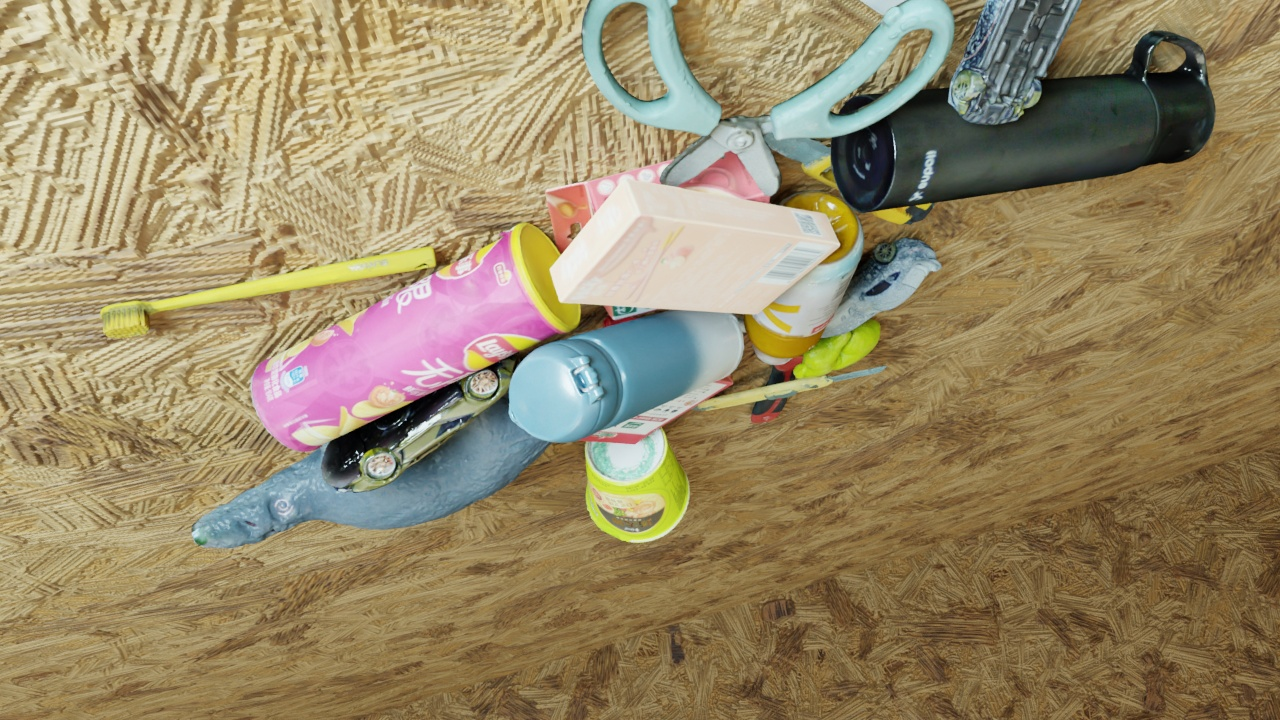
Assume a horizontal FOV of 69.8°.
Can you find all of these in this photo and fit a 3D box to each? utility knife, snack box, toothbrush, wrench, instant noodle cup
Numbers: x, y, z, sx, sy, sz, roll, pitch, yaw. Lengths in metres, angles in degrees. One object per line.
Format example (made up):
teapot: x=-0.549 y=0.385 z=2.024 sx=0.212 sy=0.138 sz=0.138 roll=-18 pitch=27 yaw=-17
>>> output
utility knife: x=0.139 y=-0.120 z=0.608 sx=0.215 sy=0.015 sz=0.033 roll=10 pitch=143 yaw=-46
snack box: x=0.011 y=-0.076 z=0.582 sx=0.127 sy=0.044 sz=0.113 roll=-15 pitch=157 yaw=-4
toothbrush: x=-0.215 y=-0.041 z=0.539 sx=0.190 sy=0.016 sz=0.016 roll=-13 pitch=157 yaw=-11
utility knife: x=0.141 y=0.026 z=0.902 sx=0.205 sy=0.021 sz=0.031 roll=-18 pitch=160 yaw=23
wrench: x=0.139 y=0.011 z=0.906 sx=0.056 sy=0.016 sz=0.274 roll=-12 pitch=157 yaw=-4
snack box: x=-0.004 y=0.025 z=0.802 sx=0.127 sy=0.044 sz=0.113 roll=-34 pitch=153 yaw=32
instant noodle cup: x=-0.009 y=0.111 z=0.929 sx=0.111 sy=0.111 sz=0.123 roll=-16 pitch=149 yaw=-2
snack box: x=0.034 y=-0.061 z=0.538 sx=0.157 sy=0.026 sz=0.085 roll=2 pitch=149 yaw=-37

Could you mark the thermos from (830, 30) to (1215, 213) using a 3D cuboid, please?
thermos: x=0.240 y=-0.150 z=0.564 sx=0.242 sy=0.068 sz=0.090 roll=-12 pitch=125 yaw=-17

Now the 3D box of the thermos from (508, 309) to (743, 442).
thermos: x=-0.004 y=0.004 z=0.622 sx=0.070 sy=0.070 sz=0.219 roll=-32 pitch=173 yaw=32

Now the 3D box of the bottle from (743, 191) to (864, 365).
bottle: x=0.114 y=-0.050 z=0.681 sx=0.068 sy=0.068 sz=0.190 roll=-14 pitch=157 yaw=-7

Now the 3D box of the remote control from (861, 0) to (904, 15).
remote control: x=0.094 y=-0.194 z=0.400 sx=0.135 sy=0.020 sz=0.056 roll=7 pitch=149 yaw=-44

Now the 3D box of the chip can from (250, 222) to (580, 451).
chip can: x=-0.145 y=-0.010 z=0.587 sx=0.211 sy=0.071 sz=0.071 roll=-24 pitch=156 yaw=17

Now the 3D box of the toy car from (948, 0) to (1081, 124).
toy car: x=0.198 y=-0.175 z=0.480 sx=0.049 sy=0.031 sz=0.106 roll=0 pitch=128 yaw=-22

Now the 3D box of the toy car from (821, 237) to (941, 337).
toy car: x=0.189 y=-0.055 z=0.755 sx=0.054 sy=0.036 sz=0.121 roll=9 pitch=141 yaw=-47

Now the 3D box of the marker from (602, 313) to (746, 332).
marker: x=0.037 y=-0.029 z=0.743 sx=0.145 sy=0.017 sz=0.017 roll=-3 pitch=154 yaw=-30

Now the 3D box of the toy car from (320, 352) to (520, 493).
toy car: x=-0.153 y=0.035 z=0.638 sx=0.158 sy=0.070 sz=0.042 roll=-37 pitch=128 yaw=-4

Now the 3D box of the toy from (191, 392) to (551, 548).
toy: x=-0.167 y=0.073 z=0.728 sx=0.356 sy=0.091 sz=0.138 roll=-22 pitch=159 yaw=-4

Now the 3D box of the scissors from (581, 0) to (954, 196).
scissors: x=0.056 y=-0.144 z=0.446 sx=0.172 sy=0.019 sz=0.170 roll=-27 pitch=143 yaw=30

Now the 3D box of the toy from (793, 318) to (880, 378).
toy: x=0.186 y=-0.011 z=0.847 sx=0.100 sy=0.031 sz=0.097 roll=-27 pitch=163 yaw=-17
